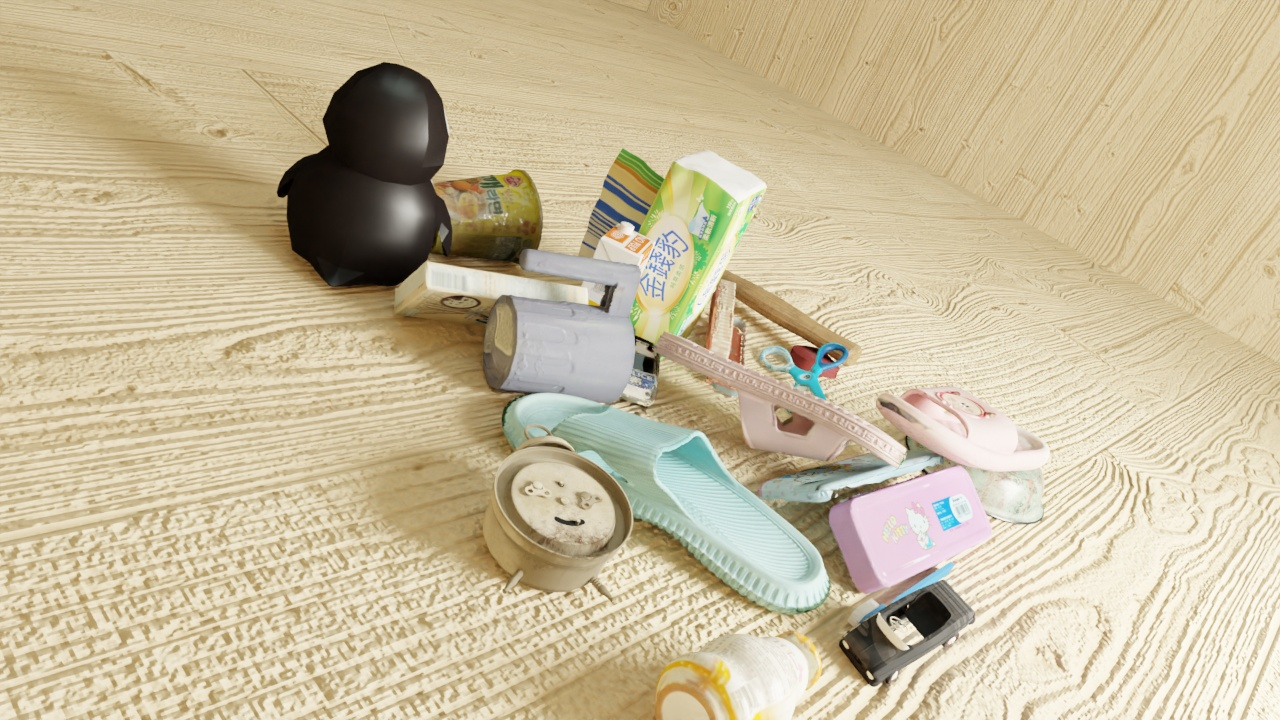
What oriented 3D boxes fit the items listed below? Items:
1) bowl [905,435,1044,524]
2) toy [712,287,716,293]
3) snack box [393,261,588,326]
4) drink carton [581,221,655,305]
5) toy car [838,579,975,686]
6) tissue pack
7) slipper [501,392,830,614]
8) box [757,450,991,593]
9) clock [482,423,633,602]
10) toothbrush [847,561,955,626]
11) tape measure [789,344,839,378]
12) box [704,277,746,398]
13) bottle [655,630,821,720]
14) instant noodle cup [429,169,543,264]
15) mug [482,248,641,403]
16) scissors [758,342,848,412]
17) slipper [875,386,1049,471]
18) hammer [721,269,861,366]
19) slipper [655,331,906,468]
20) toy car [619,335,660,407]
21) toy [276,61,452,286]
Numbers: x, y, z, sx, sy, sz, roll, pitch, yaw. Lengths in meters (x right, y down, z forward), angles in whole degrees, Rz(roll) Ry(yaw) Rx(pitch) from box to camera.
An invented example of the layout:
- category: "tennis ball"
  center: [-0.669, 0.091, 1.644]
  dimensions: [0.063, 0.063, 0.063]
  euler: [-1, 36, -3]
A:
- category: "bowl"
  center: [0.359, 0.105, 0.961]
  dimensions: [0.157, 0.039, 0.157]
  euler: [19, 26, -10]
- category: "toy"
  center: [0.021, -0.084, 1.025]
  dimensions: [0.125, 0.037, 0.075]
  euler: [-1, 16, 4]
- category: "snack box"
  center: [-0.130, -0.052, 0.802]
  dimensions: [0.149, 0.082, 0.026]
  euler: [7, 73, -31]
- category: "drink carton"
  center: [-0.030, -0.065, 0.854]
  dimensions: [0.040, 0.123, 0.058]
  euler: [26, 26, 4]
- category: "toy car"
  center: [0.185, 0.184, 0.631]
  dimensions: [0.092, 0.037, 0.040]
  euler: [-25, 47, -15]
- category: "tissue pack"
  center: [0.013, -0.120, 0.913]
  dimensions: [0.141, 0.198, 0.120]
  euler: [32, 20, 10]
- category: "slipper"
  center: [0.025, 0.086, 0.681]
  dimensions: [0.276, 0.070, 0.115]
  euler: [32, 23, 14]
- category: "box"
  center: [0.210, 0.119, 0.788]
  dimensions: [0.213, 0.062, 0.140]
  euler: [-5, 35, -47]
- category: "clock"
  center: [-0.061, 0.094, 0.606]
  dimensions: [0.093, 0.055, 0.140]
  euler: [11, 36, -24]
- category: "toothbrush"
  center: [0.206, 0.179, 0.714]
  dimensions: [0.014, 0.016, 0.166]
  euler: [40, 29, 30]
- category: "tape measure"
  center: [0.192, 0.000, 1.043]
  dimensions: [0.051, 0.019, 0.059]
  euler: [13, 21, -18]
- category: "box"
  center: [0.093, -0.029, 0.973]
  dimensions: [0.076, 0.055, 0.186]
  euler: [52, 21, -17]
- category: "bottle"
  center: [0.060, 0.186, 0.521]
  dimensions: [0.108, 0.063, 0.063]
  euler: [-6, 39, -47]
- category: "instant noodle cup"
  center: [-0.169, -0.146, 0.936]
  dimensions: [0.108, 0.102, 0.102]
  euler: [-7, 39, -34]
- category: "mug"
  center: [-0.063, -0.028, 0.757]
  dimensions: [0.103, 0.124, 0.084]
  euler: [7, 22, -29]
- category: "scissors"
  center: [0.186, 0.015, 0.971]
  dimensions: [0.113, 0.013, 0.140]
  euler: [-12, 30, -6]
- category: "slipper"
  center: [0.317, 0.065, 0.875]
  dimensions: [0.221, 0.056, 0.107]
  euler: [12, 18, -37]
- category: "hammer"
  center: [0.136, -0.080, 1.109]
  dimensions: [0.305, 0.040, 0.132]
  euler: [35, 29, 31]
- category: "slipper"
  center: [0.114, 0.047, 0.808]
  dimensions: [0.239, 0.064, 0.094]
  euler: [26, 3, 19]
- category: "toy car"
  center: [-0.005, 0.005, 0.839]
  dimensions: [0.048, 0.041, 0.112]
  euler: [19, 27, -7]
- category: "toy"
  center: [-0.231, -0.163, 0.799]
  dimensions: [0.159, 0.184, 0.140]
  euler: [19, 27, -10]
